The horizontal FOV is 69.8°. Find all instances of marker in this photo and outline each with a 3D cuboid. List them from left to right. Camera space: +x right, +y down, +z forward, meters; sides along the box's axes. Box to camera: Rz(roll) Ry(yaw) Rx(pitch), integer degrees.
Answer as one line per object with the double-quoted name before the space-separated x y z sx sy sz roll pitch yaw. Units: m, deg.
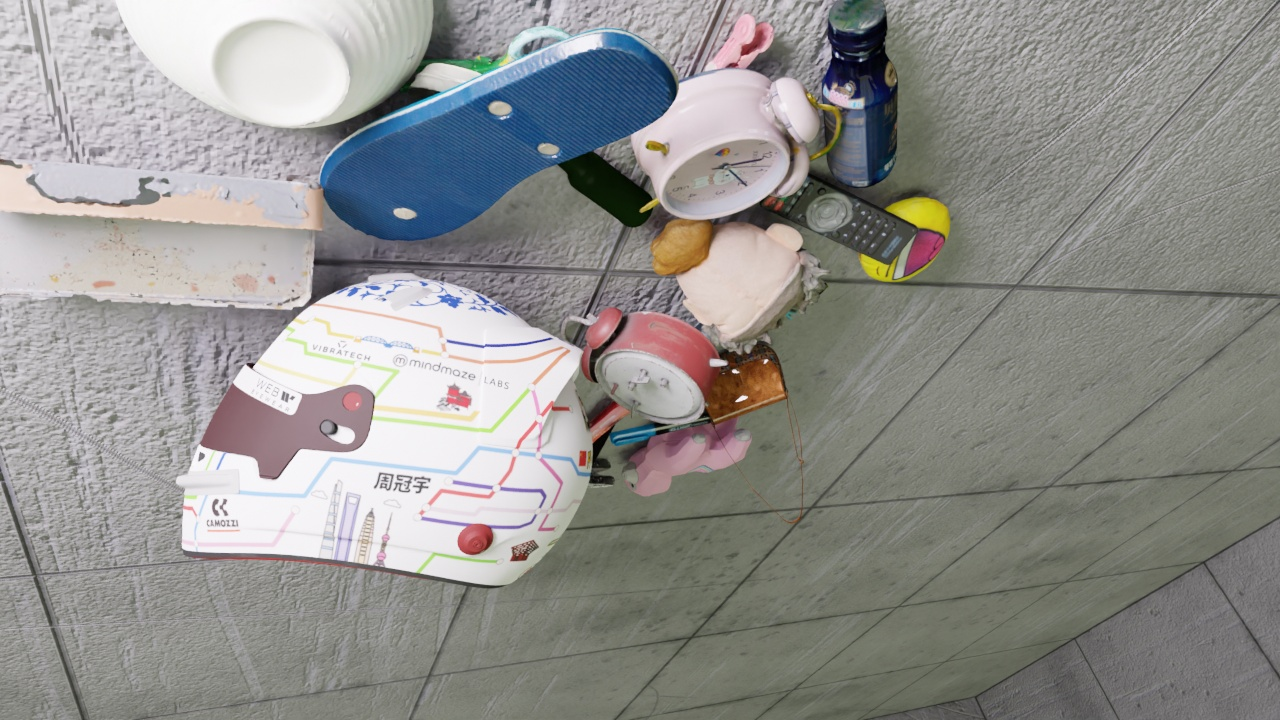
"marker" 0.028 0.073 0.992 0.123 0.015 0.018 -12 148 -5

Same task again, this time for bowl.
"bowl" -0.206 -0.185 0.528 0.177 0.070 0.178 -10 146 -7

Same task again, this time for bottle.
"bottle" -0.038 -0.142 0.707 0.033 0.033 0.123 -35 142 23
"bottle" 0.166 -0.201 0.697 0.056 0.056 0.161 -20 146 3

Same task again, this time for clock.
"clock" -0.005 0.005 0.863 0.157 0.061 0.110 23 148 4
"clock" 0.074 -0.161 0.690 0.158 0.058 0.117 -12 158 -5

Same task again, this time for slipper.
"slipper" -0.108 -0.156 0.609 0.296 0.060 0.118 -16 157 34

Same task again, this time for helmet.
"helmet" -0.194 0.050 0.733 0.314 0.236 0.231 6 176 -3

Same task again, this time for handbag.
"handbag" 0.121 0.075 0.945 0.093 0.195 0.043 -21 152 9

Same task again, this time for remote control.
"remote control" 0.175 -0.129 0.808 0.140 0.021 0.046 20 127 -19

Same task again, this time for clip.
"clip" 0.065 -0.221 0.653 0.039 0.022 0.059 2 144 -34

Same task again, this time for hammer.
"hammer" -0.005 0.045 0.985 0.140 0.036 0.327 18 133 -39

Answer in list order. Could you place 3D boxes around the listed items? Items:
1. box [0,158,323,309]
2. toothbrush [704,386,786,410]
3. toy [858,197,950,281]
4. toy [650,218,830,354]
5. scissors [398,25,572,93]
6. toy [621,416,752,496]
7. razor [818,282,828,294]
"box" -0.330 -0.079 0.615 0.216 0.094 0.121 0 -177 -25
"toothbrush" 0.090 0.047 1.020 0.186 0.016 0.011 -12 156 -33
"toy" 0.251 -0.114 0.873 0.094 0.041 0.096 -11 139 -16
"toy" 0.080 -0.077 0.812 0.175 0.076 0.133 29 115 -35
"scissors" -0.102 -0.199 0.612 0.131 0.013 0.078 0 147 -22
"toy" 0.052 0.108 1.077 0.123 0.067 0.158 0 146 -28
"razor" 0.111 -0.068 0.891 0.144 0.021 0.044 0 164 -25
